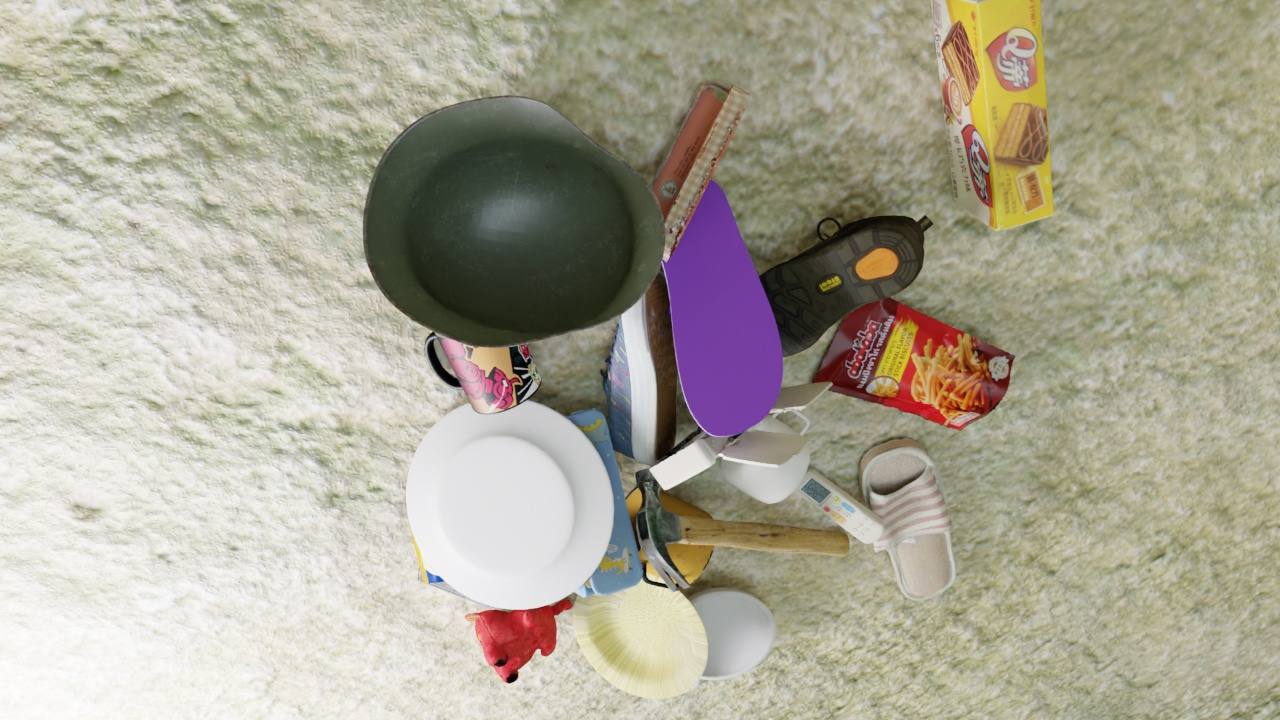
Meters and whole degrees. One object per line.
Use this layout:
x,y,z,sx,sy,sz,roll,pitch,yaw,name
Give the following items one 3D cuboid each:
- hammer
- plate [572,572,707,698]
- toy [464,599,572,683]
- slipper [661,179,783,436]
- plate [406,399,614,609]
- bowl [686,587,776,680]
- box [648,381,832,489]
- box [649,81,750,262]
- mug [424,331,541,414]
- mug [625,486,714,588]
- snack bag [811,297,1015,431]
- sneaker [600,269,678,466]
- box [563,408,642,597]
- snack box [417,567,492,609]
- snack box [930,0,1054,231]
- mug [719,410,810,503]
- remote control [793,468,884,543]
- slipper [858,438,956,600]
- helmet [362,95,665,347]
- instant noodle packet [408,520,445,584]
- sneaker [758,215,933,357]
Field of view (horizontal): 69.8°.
0.133,0.212,1.099,0.330,0.132,0.033,12,150,-35,hammer
0.004,0.341,1.175,0.185,0.036,0.184,7,109,22,plate
-0.151,0.327,1.159,0.132,0.094,0.088,-30,132,-24,toy
0.076,-0.053,0.963,0.107,0.084,0.266,-15,83,0,slipper
-0.149,0.161,1.014,0.243,0.016,0.242,1,97,11,plate
0.102,0.353,1.218,0.149,0.043,0.150,-2,115,-5,bowl
0.109,0.079,0.987,0.188,0.144,0.058,-23,99,49,box
0.047,-0.188,0.901,0.071,0.056,0.187,26,90,23,box
-0.177,-0.003,0.984,0.118,0.081,0.098,-7,121,26,mug
0.028,0.220,1.097,0.094,0.123,0.101,27,129,-22,mug
0.321,0.005,1.085,0.208,0.066,0.139,21,117,-8,snack bag
-0.006,0.006,1.022,0.079,0.087,0.236,9,116,25,sneaker
-0.063,0.160,1.048,0.085,0.073,0.209,-14,94,-11,box
-0.179,0.208,1.109,0.101,0.031,0.186,28,109,-20,snack box
0.352,-0.255,0.915,0.061,0.110,0.230,-17,118,1,snack box
0.150,0.105,1.075,0.068,0.094,0.116,33,100,-21,mug
0.247,0.182,1.145,0.125,0.018,0.038,37,122,1,remote control
0.351,0.218,1.185,0.115,0.052,0.263,-23,118,2,slipper
-0.106,-0.113,0.879,0.268,0.154,0.227,8,84,7,helmet
-0.195,0.213,1.074,0.134,0.026,0.087,-9,111,-4,instant noodle packet
0.210,-0.098,0.990,0.239,0.142,0.101,-29,98,42,sneaker
